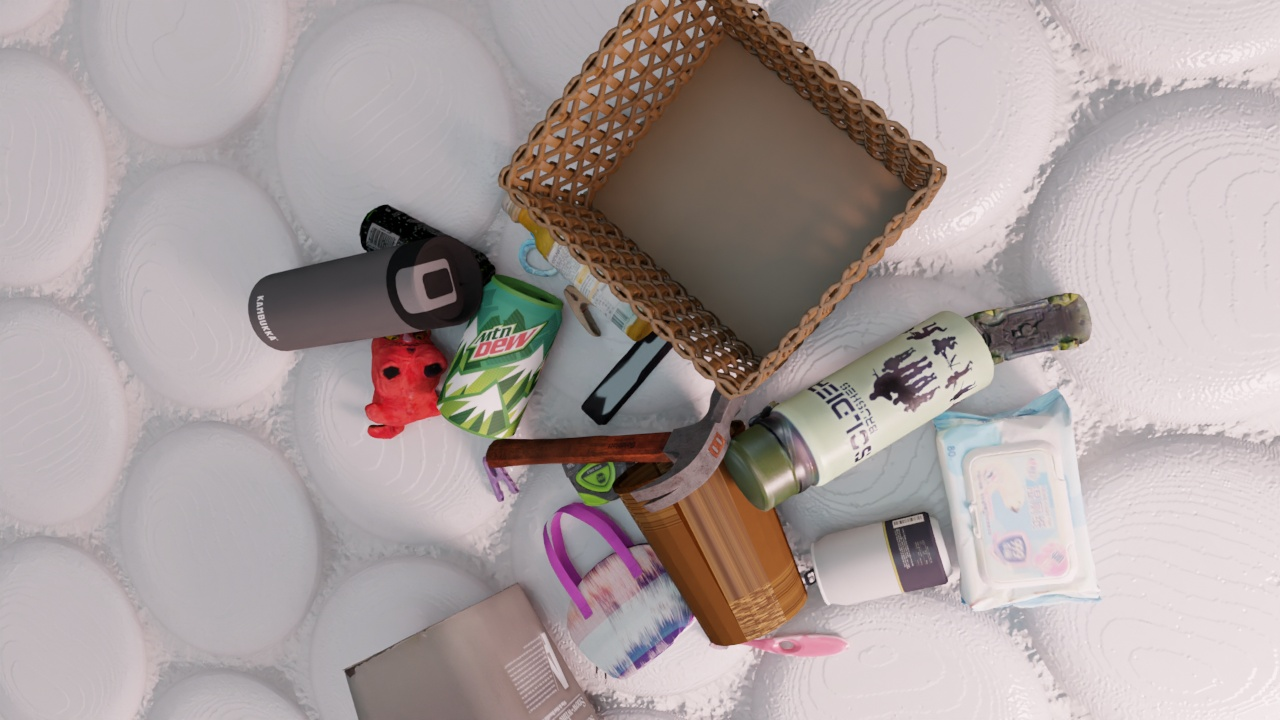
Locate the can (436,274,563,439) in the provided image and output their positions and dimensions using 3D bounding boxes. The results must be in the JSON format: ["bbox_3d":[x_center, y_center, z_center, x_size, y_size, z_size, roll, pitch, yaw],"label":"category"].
[{"bbox_3d":[-0.135,-0.004,0.892,0.083,0.083,0.144,26,101,11],"label":"can"}]

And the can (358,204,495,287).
[{"bbox_3d":[-0.214,-0.107,0.919,0.138,0.054,0.054,27,101,11],"label":"can"}]

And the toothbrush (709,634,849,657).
[{"bbox_3d":[0.132,0.273,0.881,0.135,0.016,0.021,-4,94,16],"label":"toothbrush"}]

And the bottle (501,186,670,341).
[{"bbox_3d":[-0.054,-0.098,0.866,0.186,0.053,0.053,43,104,10],"label":"bottle"}]

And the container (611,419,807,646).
[{"bbox_3d":[0.070,0.159,0.835,0.132,0.132,0.167,-25,94,16],"label":"container"}]

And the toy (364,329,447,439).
[{"bbox_3d":[-0.246,0.022,0.946,0.094,0.088,0.133,58,134,41],"label":"toy"}]

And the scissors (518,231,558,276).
[{"bbox_3d":[-0.056,-0.095,0.900,0.135,0.015,0.066,28,97,14],"label":"scissors"}]

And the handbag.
[{"bbox_3d":[-0.032,0.216,0.901,0.145,0.068,0.170,-42,77,14],"label":"handbag"}]

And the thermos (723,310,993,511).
[{"bbox_3d":[0.177,0.041,0.768,0.231,0.082,0.082,-29,87,-11],"label":"thermos"}]

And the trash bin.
[{"bbox_3d":[-0.153,0.355,0.884,0.198,0.197,0.220,-29,81,15],"label":"trash bin"}]

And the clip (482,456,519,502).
[{"bbox_3d":[-0.149,0.124,0.945,0.052,0.014,0.041,40,106,5],"label":"clip"}]

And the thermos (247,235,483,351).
[{"bbox_3d":[-0.270,-0.061,0.889,0.241,0.082,0.082,-6,93,32],"label":"thermos"}]

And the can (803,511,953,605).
[{"bbox_3d":[0.210,0.181,0.827,0.127,0.064,0.064,-17,90,16],"label":"can"}]

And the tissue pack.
[{"bbox_3d":[0.320,0.121,0.789,0.112,0.070,0.182,-9,92,16],"label":"tissue pack"}]

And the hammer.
[{"bbox_3d":[-0.044,0.081,0.827,0.301,0.110,0.028,-8,135,46],"label":"hammer"}]

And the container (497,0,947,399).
[{"bbox_3d":[0.075,-0.140,0.755,0.251,0.213,0.220,43,104,8],"label":"container"}]

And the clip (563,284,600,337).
[{"bbox_3d":[-0.053,-0.047,0.898,0.060,0.024,0.039,29,99,21],"label":"clip"}]

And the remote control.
[{"bbox_3d":[-0.005,0.005,0.893,0.032,0.015,0.136,43,104,8],"label":"remote control"}]

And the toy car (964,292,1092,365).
[{"bbox_3d":[0.330,-0.026,0.792,0.105,0.033,0.048,-12,90,11],"label":"toy car"}]

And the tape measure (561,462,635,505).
[{"bbox_3d":[-0.036,0.110,0.902,0.066,0.035,0.058,-28,78,19],"label":"tape measure"}]
